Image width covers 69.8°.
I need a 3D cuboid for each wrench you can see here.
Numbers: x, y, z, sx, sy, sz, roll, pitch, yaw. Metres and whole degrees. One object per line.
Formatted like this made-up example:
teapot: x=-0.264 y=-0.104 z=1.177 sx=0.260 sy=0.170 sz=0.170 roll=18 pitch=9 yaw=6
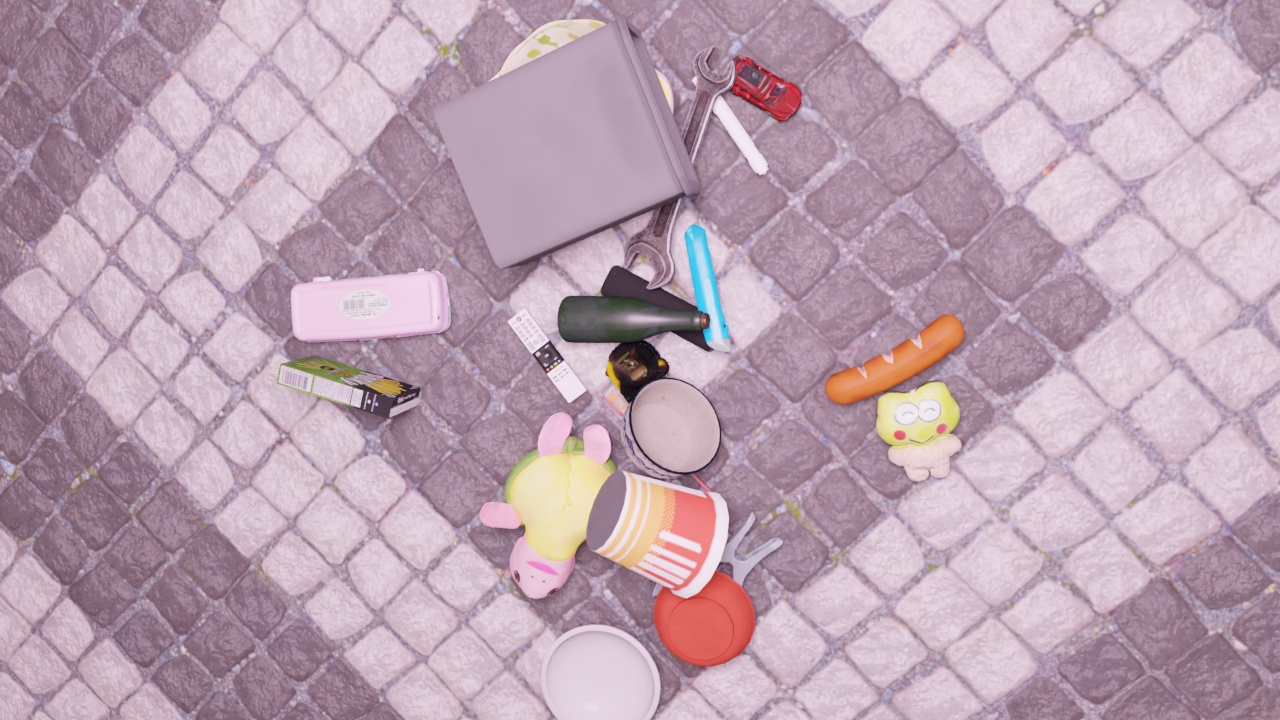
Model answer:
wrench: x=0.044 y=-0.212 z=1.027 sx=0.070 sy=0.010 sz=0.274 roll=26 pitch=106 yaw=25

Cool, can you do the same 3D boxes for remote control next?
remote control: x=-0.112 y=-0.006 z=1.108 sx=0.028 sy=0.011 sz=0.124 roll=-37 pitch=90 yaw=13
remote control: x=0.025 y=-0.061 z=1.071 sx=0.152 sy=0.020 sz=0.041 roll=29 pitch=101 yaw=7

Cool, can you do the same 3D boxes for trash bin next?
trash bin: x=-0.075 y=-0.222 z=0.967 sx=0.220 sy=0.097 sz=0.192 roll=-21 pitch=95 yaw=15

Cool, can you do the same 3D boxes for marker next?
marker: x=0.102 y=-0.264 z=1.028 sx=0.017 sy=0.020 sz=0.133 roll=-35 pitch=92 yaw=-1

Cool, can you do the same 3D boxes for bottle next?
bottle: x=-0.006 y=-0.046 z=1.045 sx=0.174 sy=0.055 sz=0.055 roll=2 pitch=98 yaw=21

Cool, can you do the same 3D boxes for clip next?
clip: x=0.113 y=0.276 z=1.101 sx=0.172 sy=0.029 sz=0.143 roll=-37 pitch=92 yaw=15

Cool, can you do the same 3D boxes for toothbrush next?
toothbrush: x=0.027 y=0.101 z=1.098 sx=0.184 sy=0.015 sz=0.016 roll=43 pitch=100 yaw=1

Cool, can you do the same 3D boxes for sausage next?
sausage: x=0.284 y=0.003 z=1.022 sx=0.164 sy=0.039 sz=0.044 roll=-30 pitch=86 yaw=13

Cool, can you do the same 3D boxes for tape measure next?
tape measure: x=-0.006 y=0.006 z=1.077 sx=0.067 sy=0.038 sz=0.062 roll=-39 pitch=89 yaw=14

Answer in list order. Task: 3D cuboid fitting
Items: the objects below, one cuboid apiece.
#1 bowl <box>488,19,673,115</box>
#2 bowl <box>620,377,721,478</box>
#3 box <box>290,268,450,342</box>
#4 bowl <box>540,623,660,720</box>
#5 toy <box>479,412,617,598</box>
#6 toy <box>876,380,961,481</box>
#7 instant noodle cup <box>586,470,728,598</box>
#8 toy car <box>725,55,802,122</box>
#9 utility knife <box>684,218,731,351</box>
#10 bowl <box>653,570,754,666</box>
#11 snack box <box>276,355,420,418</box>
bowl: x=-0.067 y=-0.281 z=1.036 sx=0.219 sy=0.060 sz=0.188 roll=1 pitch=99 yaw=11
bowl: x=0.028 y=0.084 z=1.053 sx=0.115 sy=0.115 sz=0.059 roll=48 pitch=145 yaw=1
box: x=-0.332 y=-0.067 z=1.129 sx=0.202 sy=0.044 sz=0.086 roll=-4 pitch=92 yaw=12
bowl: x=-0.046 y=0.391 z=1.138 sx=0.150 sy=0.043 sz=0.149 roll=1 pitch=98 yaw=10
toy: x=-0.096 y=0.177 z=1.094 sx=0.190 sy=0.087 sz=0.238 roll=9 pitch=106 yaw=-14
toy: x=0.314 y=0.081 z=1.026 sx=0.092 sy=0.046 sz=0.115 roll=-14 pitch=103 yaw=9
instant noodle cup: x=0.014 y=0.188 z=1.035 sx=0.121 sy=0.123 sz=0.123 roll=24 pitch=103 yaw=-19
toy car: x=0.135 y=-0.300 z=1.010 sx=0.091 sy=0.036 sz=0.042 roll=32 pitch=101 yaw=-1
utility knife: x=0.076 y=-0.085 z=1.050 sx=0.031 sy=0.015 sz=0.158 roll=-11 pitch=85 yaw=5
bowl: x=0.073 y=0.309 z=1.081 sx=0.122 sy=0.035 sz=0.122 roll=2 pitch=99 yaw=11
snack box: x=-0.355 y=0.031 z=1.123 sx=0.147 sy=0.080 sz=0.025 roll=16 pitch=100 yaw=8
